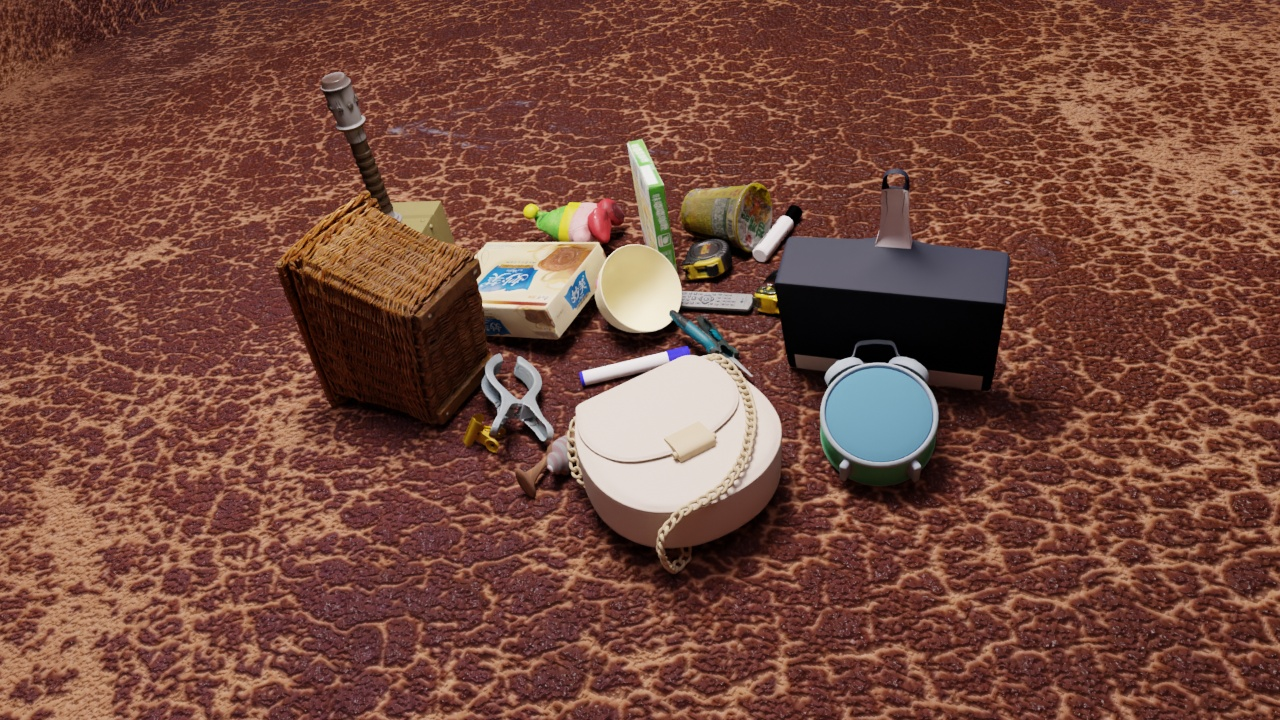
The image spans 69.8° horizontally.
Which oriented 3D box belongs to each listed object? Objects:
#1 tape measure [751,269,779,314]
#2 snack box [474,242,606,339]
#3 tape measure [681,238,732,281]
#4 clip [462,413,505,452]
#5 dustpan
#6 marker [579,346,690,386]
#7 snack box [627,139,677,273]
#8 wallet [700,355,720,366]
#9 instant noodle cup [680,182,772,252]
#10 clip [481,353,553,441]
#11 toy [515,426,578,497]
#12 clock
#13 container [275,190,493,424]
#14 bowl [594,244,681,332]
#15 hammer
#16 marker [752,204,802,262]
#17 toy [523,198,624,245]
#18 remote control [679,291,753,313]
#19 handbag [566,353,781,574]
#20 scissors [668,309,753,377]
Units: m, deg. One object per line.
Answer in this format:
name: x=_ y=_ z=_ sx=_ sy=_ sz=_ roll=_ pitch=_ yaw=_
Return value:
tape measure: x=0.195 y=-0.090 z=1.212 sx=0.072 sy=0.042 sz=0.071 roll=14 pitch=45 yaw=31
snack box: x=-0.166 y=-0.100 z=1.268 sx=0.208 sy=0.055 sz=0.152 roll=4 pitch=42 yaw=32
tape measure: x=0.097 y=-0.142 z=1.295 sx=0.063 sy=0.038 sz=0.067 roll=-3 pitch=38 yaw=22
clip: x=-0.186 y=0.087 z=1.105 sx=0.046 sy=0.053 sz=0.035 roll=27 pitch=42 yaw=-4
dustpan: x=0.273 y=-0.084 z=1.002 sx=0.236 sy=0.273 sz=0.080 roll=7 pitch=60 yaw=20
marker: x=-0.007 y=0.007 z=1.165 sx=0.141 sy=0.020 sz=0.020 roll=-13 pitch=41 yaw=-2
snack box: x=0.018 y=-0.203 z=1.280 sx=0.027 sy=0.168 sz=0.131 roll=-15 pitch=41 yaw=-4
wallet: x=0.060 y=0.049 z=1.098 sx=0.116 sy=0.032 sz=0.086 roll=-26 pitch=54 yaw=-19
instant noodle cup: x=0.122 y=-0.211 z=1.331 sx=0.108 sy=0.102 sz=0.102 roll=13 pitch=46 yaw=36
clip: x=-0.169 y=0.042 z=1.118 sx=0.108 sy=0.028 sz=0.163 roll=6 pitch=29 yaw=-23
toy: x=-0.093 y=0.111 z=1.053 sx=0.055 sy=0.041 sz=0.101 roll=-8 pitch=27 yaw=39
clock: x=0.257 y=0.052 z=0.994 sx=0.122 sy=0.075 sz=0.161 roll=-1 pitch=62 yaw=13
container: x=-0.297 y=-0.049 z=1.134 sx=0.183 sy=0.250 sz=0.161 roll=21 pitch=50 yaw=20
bowl: x=-0.014 y=-0.087 z=1.221 sx=0.117 sy=0.118 sz=0.074 roll=-40 pitch=7 yaw=-28
hammer: x=-0.376 y=-0.249 z=1.299 sx=0.101 sy=0.325 sz=0.189 roll=0 pitch=43 yaw=13
marker: x=0.201 y=-0.187 z=1.329 sx=0.025 sy=0.025 sz=0.125 roll=17 pitch=49 yaw=28
toy: x=-0.099 y=-0.213 z=1.382 sx=0.132 sy=0.097 sz=0.123 roll=-13 pitch=31 yaw=27
remote control: x=0.085 y=-0.080 z=1.244 sx=0.137 sy=0.013 sz=0.033 roll=5 pitch=44 yaw=18
handbag: x=0.041 y=0.100 z=0.983 sx=0.210 sy=0.103 sz=0.208 roll=-25 pitch=45 yaw=-18
scissors: x=0.090 y=-0.027 z=1.165 sx=0.122 sy=0.019 sz=0.149 roll=24 pitch=23 yaw=-5
